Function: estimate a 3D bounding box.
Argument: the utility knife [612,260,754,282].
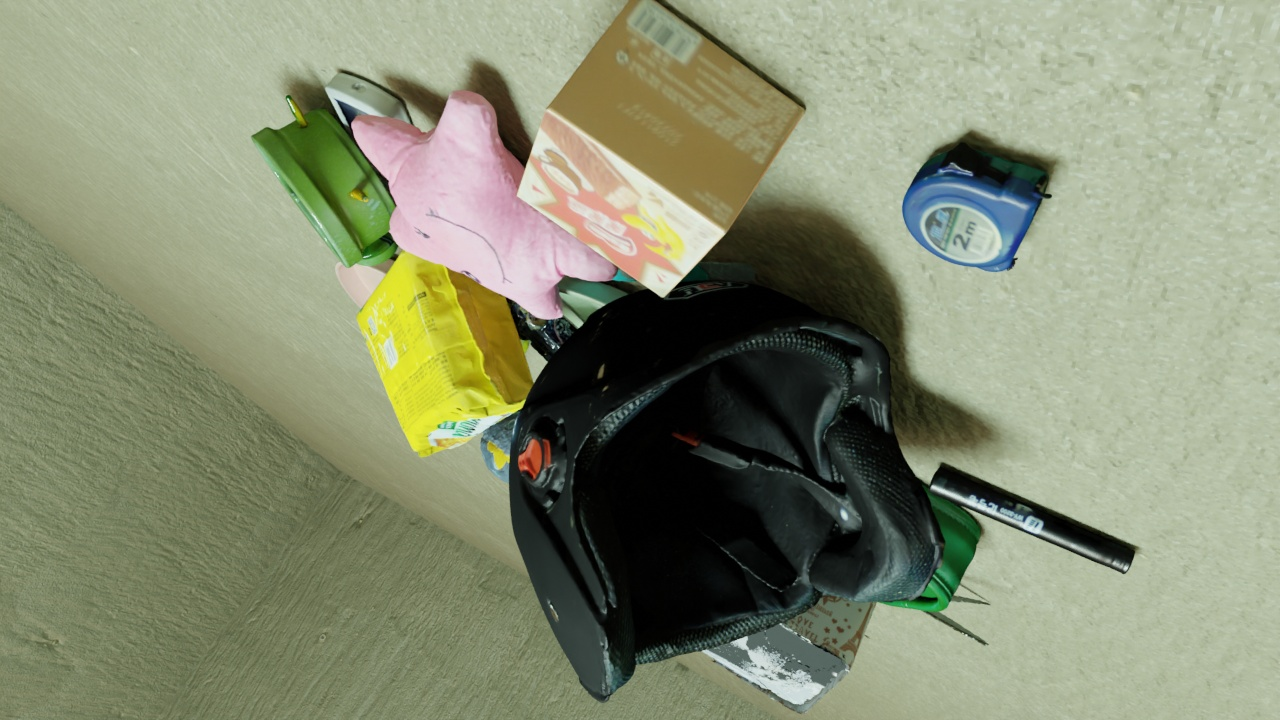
[{"bbox_3d":[0.005,-0.062,0.612,0.193,0.013,0.029,8,149,49],"label":"utility knife"}]

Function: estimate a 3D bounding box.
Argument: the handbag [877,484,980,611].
[{"bbox_3d":[0.188,0.138,0.725,0.120,0.067,0.131,37,159,-12],"label":"handbag"}]

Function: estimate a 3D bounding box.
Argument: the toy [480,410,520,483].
[{"bbox_3d":[-0.116,0.114,1.091,0.137,0.091,0.357,31,166,-31],"label":"toy"}]

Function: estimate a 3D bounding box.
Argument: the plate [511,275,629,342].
[{"bbox_3d":[-0.004,0.004,0.759,0.230,0.027,0.230,28,160,11],"label":"plate"}]

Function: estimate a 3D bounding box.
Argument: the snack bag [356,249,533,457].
[{"bbox_3d":[-0.176,-0.010,0.775,0.247,0.068,0.158,-30,79,59],"label":"snack bag"}]

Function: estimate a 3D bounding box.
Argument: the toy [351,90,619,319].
[{"bbox_3d":[-0.108,-0.091,0.615,0.179,0.074,0.194,-1,142,43],"label":"toy"}]

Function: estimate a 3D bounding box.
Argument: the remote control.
[{"bbox_3d":[-0.184,-0.148,0.679,0.058,0.021,0.150,27,160,14],"label":"remote control"}]

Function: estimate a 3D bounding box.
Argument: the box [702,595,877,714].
[{"bbox_3d":[0.079,0.225,0.794,0.178,0.088,0.263,30,146,10],"label":"box"}]

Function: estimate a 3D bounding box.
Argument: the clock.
[{"bbox_3d":[-0.236,-0.129,0.708,0.116,0.056,0.161,53,167,2],"label":"clock"}]

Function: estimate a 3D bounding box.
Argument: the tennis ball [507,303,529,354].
[{"bbox_3d":[-0.133,-0.022,0.830,0.065,0.065,0.065,28,160,11],"label":"tennis ball"}]

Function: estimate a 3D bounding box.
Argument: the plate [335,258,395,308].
[{"bbox_3d":[-0.223,-0.039,0.982,0.229,0.028,0.230,29,161,11],"label":"plate"}]

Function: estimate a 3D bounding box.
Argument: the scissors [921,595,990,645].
[{"bbox_3d":[0.225,0.203,0.805,0.159,0.014,0.177,-1,-162,-39],"label":"scissors"}]

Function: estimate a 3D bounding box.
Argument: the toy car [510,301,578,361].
[{"bbox_3d":[-0.058,-0.009,0.716,0.105,0.031,0.049,47,159,-7],"label":"toy car"}]

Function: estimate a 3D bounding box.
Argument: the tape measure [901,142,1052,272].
[{"bbox_3d":[0.140,-0.065,0.388,0.054,0.025,0.058,28,156,19],"label":"tape measure"}]

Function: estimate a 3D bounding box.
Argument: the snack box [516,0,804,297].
[{"bbox_3d":[0.005,-0.097,0.436,0.093,0.077,0.094,34,160,-6],"label":"snack box"}]

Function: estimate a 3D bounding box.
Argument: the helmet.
[{"bbox_3d":[0.032,0.064,0.559,0.230,0.233,0.275,50,140,45],"label":"helmet"}]

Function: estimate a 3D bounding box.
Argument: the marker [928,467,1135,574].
[{"bbox_3d":[0.260,0.107,0.618,0.132,0.020,0.022,23,175,22],"label":"marker"}]
